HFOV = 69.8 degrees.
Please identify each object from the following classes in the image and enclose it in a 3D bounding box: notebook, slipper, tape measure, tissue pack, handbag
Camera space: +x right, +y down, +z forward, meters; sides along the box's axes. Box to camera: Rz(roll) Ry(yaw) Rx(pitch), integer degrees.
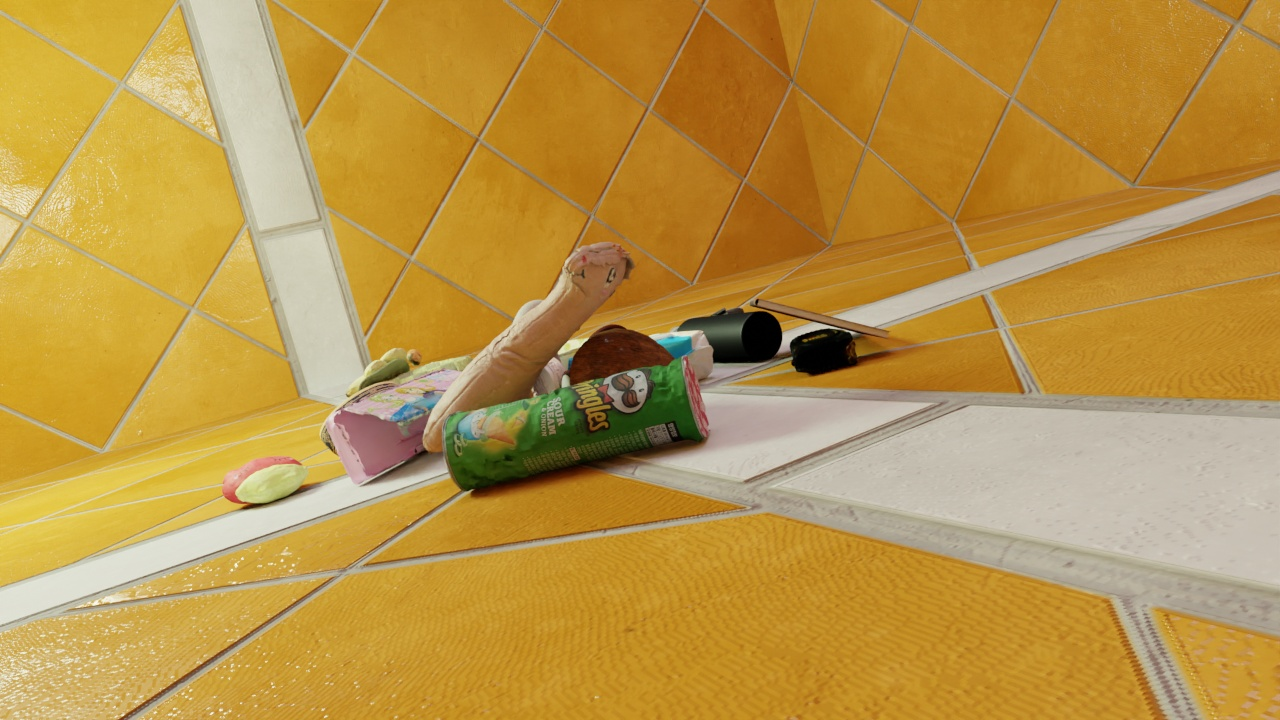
[{"bbox_3d":[0.195,-0.049,1.044,0.141,0.008,0.209,14,4,4],"label":"notebook"},{"bbox_3d":[-0.124,0.019,1.165,0.064,0.094,0.240,-23,12,-23],"label":"slipper"},{"bbox_3d":[0.189,-0.009,0.960,0.067,0.038,0.062,-15,14,7],"label":"tape measure"},{"bbox_3d":[-0.007,0.007,1.145,0.116,0.066,0.210,-17,5,-28],"label":"tissue pack"},{"bbox_3d":[-0.310,0.036,1.271,0.186,0.117,0.113,-18,-19,-21],"label":"handbag"}]

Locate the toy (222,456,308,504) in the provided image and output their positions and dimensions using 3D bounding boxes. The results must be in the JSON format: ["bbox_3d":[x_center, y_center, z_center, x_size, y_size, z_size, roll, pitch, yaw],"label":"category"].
[{"bbox_3d":[-0.435,0.136,1.057,0.091,0.045,0.135,-17,12,-36],"label":"toy"}]

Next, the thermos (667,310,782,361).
[{"bbox_3d":[0.097,-0.029,1.217,0.061,0.061,0.232,-18,7,-25],"label":"thermos"}]

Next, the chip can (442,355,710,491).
[{"bbox_3d":[-0.058,0.056,0.789,0.223,0.075,0.075,-14,7,10],"label":"chip can"}]

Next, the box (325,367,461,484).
[{"bbox_3d":[-0.251,0.060,1.066,0.097,0.085,0.230,-22,3,21],"label":"box"}]

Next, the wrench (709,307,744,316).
[{"bbox_3d":[0.053,-0.038,1.479,0.272,0.018,0.073,-19,-21,-24],"label":"wrench"}]

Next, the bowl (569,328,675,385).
[{"bbox_3d":[-0.009,0.015,0.848,0.101,0.114,0.026,-46,-9,-24],"label":"bowl"}]

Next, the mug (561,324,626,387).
[{"bbox_3d":[-0.030,0.019,0.894,0.082,0.106,0.073,-17,16,-19],"label":"mug"}]

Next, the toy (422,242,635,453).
[{"bbox_3d":[-0.099,-0.006,0.882,0.264,0.065,0.196,-46,-13,5],"label":"toy"}]

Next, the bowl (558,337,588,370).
[{"bbox_3d":[-0.142,0.015,1.382,0.188,0.060,0.219,-15,7,-10],"label":"bowl"}]

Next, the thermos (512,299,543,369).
[{"bbox_3d":[-0.130,-0.004,1.015,0.052,0.052,0.225,-17,-14,-23],"label":"thermos"}]

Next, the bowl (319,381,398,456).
[{"bbox_3d":[-0.327,0.086,1.127,0.112,0.061,0.112,-38,-14,-12],"label":"bowl"}]
